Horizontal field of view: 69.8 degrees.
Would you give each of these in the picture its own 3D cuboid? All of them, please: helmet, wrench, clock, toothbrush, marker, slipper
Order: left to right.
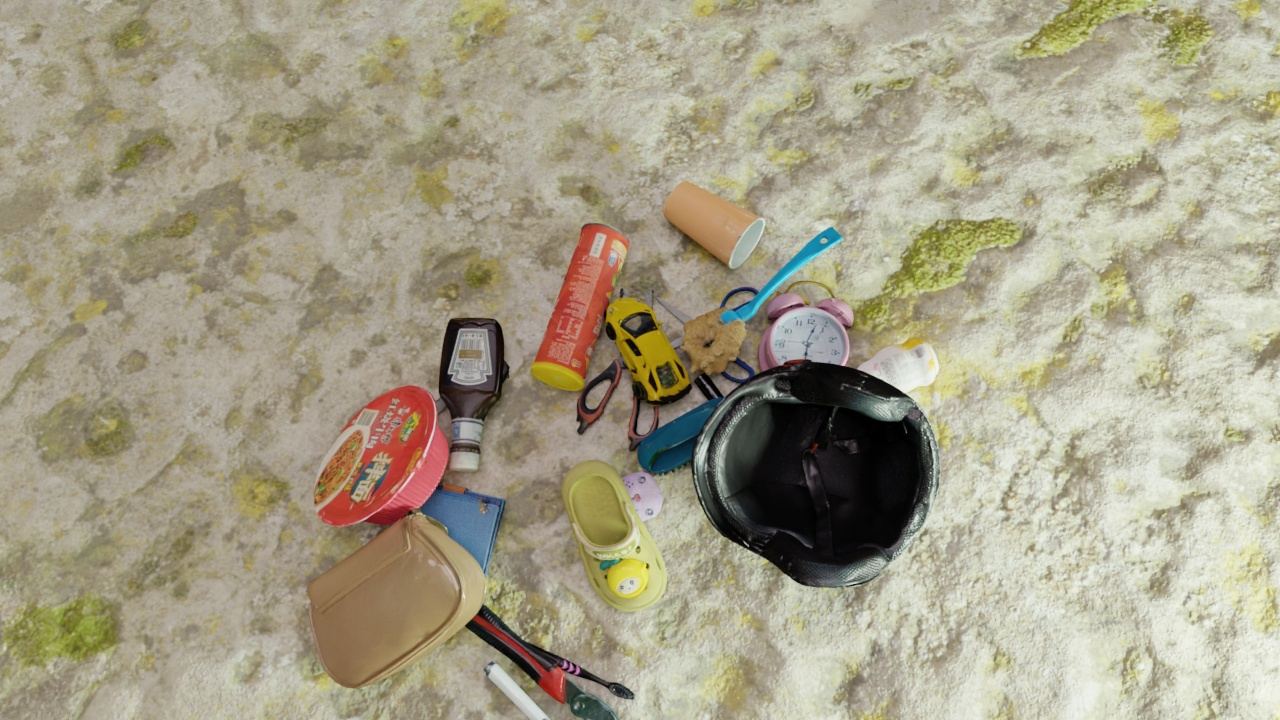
[{"bbox_3d":[-0.133,0.400,1.060,0.131,0.018,0.022,40,85,14],"label":"marker"},{"bbox_3d":[-0.124,0.359,1.068,0.273,0.016,0.056,39,91,13],"label":"wrench"},{"bbox_3d":[-0.094,0.355,1.075,0.189,0.018,0.014,22,78,11],"label":"toothbrush"},{"bbox_3d":[-0.037,0.210,1.070,0.092,0.081,0.190,-23,92,6],"label":"slipper"},{"bbox_3d":[0.113,0.072,1.168,0.022,0.020,0.132,-20,67,-43],"label":"marker"},{"bbox_3d":[0.214,-0.030,1.181,0.117,0.060,0.158,8,69,4],"label":"clock"},{"bbox_3d":[0.193,0.116,1.039,0.275,0.230,0.233,10,96,2],"label":"helmet"}]

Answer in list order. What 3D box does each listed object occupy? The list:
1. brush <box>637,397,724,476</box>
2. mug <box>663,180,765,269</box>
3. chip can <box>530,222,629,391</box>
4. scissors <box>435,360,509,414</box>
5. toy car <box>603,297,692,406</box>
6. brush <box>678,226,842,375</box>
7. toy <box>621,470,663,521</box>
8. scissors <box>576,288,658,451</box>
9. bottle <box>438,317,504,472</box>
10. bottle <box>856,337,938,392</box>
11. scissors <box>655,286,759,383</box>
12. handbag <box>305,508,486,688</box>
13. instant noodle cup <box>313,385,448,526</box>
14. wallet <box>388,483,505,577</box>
[{"bbox_3d":[0.060,0.091,1.126,0.144,0.073,0.055,-29,70,4],"label":"brush"},{"bbox_3d":[0.096,-0.188,1.236,0.123,0.078,0.078,36,75,19],"label":"mug"},{"bbox_3d":[-0.077,-0.072,1.198,0.073,0.073,0.216,15,72,7],"label":"chip can"},{"bbox_3d":[-0.255,0.041,1.197,0.174,0.014,0.136,-10,71,1],"label":"scissors"},{"bbox_3d":[0.007,-0.014,1.169,0.071,0.041,0.156,-22,78,-29],"label":"toy car"},{"bbox_3d":[0.151,-0.079,1.163,0.255,0.046,0.083,-42,54,8],"label":"brush"},{"bbox_3d":[-0.026,0.169,1.126,0.108,0.039,0.084,-7,85,0],"label":"toy"},{"bbox_3d":[-0.023,0.010,1.196,0.215,0.015,0.195,-37,73,-10],"label":"scissors"},{"bbox_3d":[-0.217,0.043,1.164,0.080,0.044,0.194,0,74,4],"label":"bottle"},{"bbox_3d":[0.317,0.013,1.160,0.108,0.063,0.063,-18,71,-5],"label":"bottle"},{"bbox_3d":[0.093,-0.041,1.213,0.173,0.012,0.162,39,80,16],"label":"scissors"},{"bbox_3d":[-0.282,0.275,1.059,0.205,0.099,0.147,-35,78,9],"label":"handbag"},{"bbox_3d":[-0.302,0.125,1.106,0.194,0.066,0.193,-23,44,24],"label":"instant noodle cup"},{"bbox_3d":[-0.240,0.204,1.122,0.133,0.040,0.106,11,76,10],"label":"wallet"}]
